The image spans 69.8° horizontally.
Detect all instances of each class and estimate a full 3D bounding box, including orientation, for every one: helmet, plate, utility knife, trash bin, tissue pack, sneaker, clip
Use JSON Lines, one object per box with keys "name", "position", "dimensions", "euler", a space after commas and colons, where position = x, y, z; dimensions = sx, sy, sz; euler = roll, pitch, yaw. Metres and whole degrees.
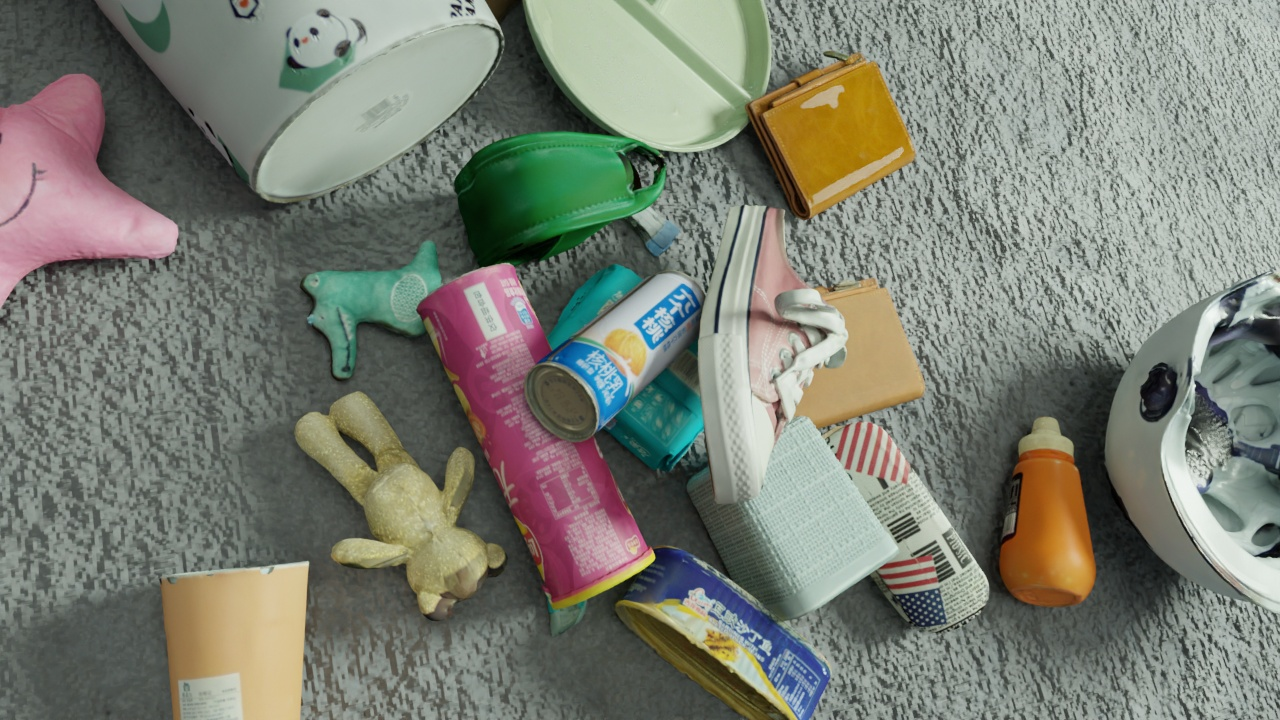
{"name": "helmet", "position": [0.467, 0.070, 0.727], "dimensions": [0.229, 0.146, 0.258], "euler": [29, 75, -6]}
{"name": "plate", "position": [0.007, -0.271, 0.717], "dimensions": [0.229, 0.028, 0.230], "euler": [5, 79, -31]}
{"name": "utility knife", "position": [-0.053, 0.104, 0.619], "dimensions": [0.029, 0.013, 0.157], "euler": [0, 74, -20]}
{"name": "trash bin", "position": [-0.230, -0.253, 0.566], "dimensions": [0.229, 0.230, 0.252], "euler": [-36, 93, -24]}
{"name": "tissue pack", "position": [-0.004, 0.004, 0.645], "dimensions": [0.133, 0.050, 0.093], "euler": [41, 66, -2]}
{"name": "sneaker", "position": [0.089, -0.015, 0.592], "dimensions": [0.088, 0.118, 0.240], "euler": [2, 48, 13]}
{"name": "clip", "position": [0.003, -0.108, 0.699], "dimensions": [0.058, 0.038, 0.026], "euler": [45, 68, 1]}

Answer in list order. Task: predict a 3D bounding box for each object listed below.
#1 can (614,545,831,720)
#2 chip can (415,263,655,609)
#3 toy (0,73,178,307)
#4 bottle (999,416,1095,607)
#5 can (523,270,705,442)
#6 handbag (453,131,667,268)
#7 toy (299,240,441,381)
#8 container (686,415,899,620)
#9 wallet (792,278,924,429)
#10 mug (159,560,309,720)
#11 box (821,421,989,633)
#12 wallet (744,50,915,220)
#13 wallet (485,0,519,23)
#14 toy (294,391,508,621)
{"name": "can", "position": [0.055, 0.184, 0.598], "dimensions": [0.148, 0.075, 0.049], "euler": [39, 63, -5]}
{"name": "chip can", "position": [-0.068, 0.046, 0.583], "dimensions": [0.071, 0.072, 0.210], "euler": [-23, 83, -23]}
{"name": "toy", "position": [-0.398, -0.101, 0.534], "dimensions": [0.194, 0.075, 0.178], "euler": [-33, 95, -24]}
{"name": "bottle", "position": [0.316, 0.112, 0.714], "dimensions": [0.066, 0.067, 0.149], "euler": [19, 61, -12]}
{"name": "can", "position": [-0.010, -0.007, 0.569], "dimensions": [0.053, 0.053, 0.134], "euler": [48, 46, 0]}
{"name": "handbag", "position": [-0.058, -0.111, 0.621], "dimensions": [0.120, 0.131, 0.068], "euler": [-19, 92, -27]}
{"name": "toy", "position": [-0.180, -0.034, 0.613], "dimensions": [0.092, 0.030, 0.096], "euler": [0, 81, -13]}
{"name": "container", "position": [0.097, 0.108, 0.629], "dimensions": [0.090, 0.090, 0.111], "euler": [-26, 79, -23]}
{"name": "wallet", "position": [0.148, -0.006, 0.708], "dimensions": [0.131, 0.031, 0.107], "euler": [-14, 79, -25]}
{"name": "mug", "position": [-0.224, 0.177, 0.511], "dimensions": [0.078, 0.078, 0.122], "euler": [-2, 79, -19]}
{"name": "box", "position": [0.183, 0.119, 0.655], "dimensions": [0.075, 0.082, 0.163], "euler": [-30, 87, -22]}
{"name": "wallet", "position": [0.158, -0.195, 0.759], "dimensions": [0.130, 0.035, 0.119], "euler": [-30, 94, -24]}
{"name": "wallet", "position": [-0.113, -0.289, 0.664], "dimensions": [0.033, 0.115, 0.090], "euler": [30, 66, 6]}
{"name": "toy", "position": [-0.153, 0.087, 0.571], "dimensions": [0.104, 0.066, 0.157], "euler": [-35, 79, -35]}
